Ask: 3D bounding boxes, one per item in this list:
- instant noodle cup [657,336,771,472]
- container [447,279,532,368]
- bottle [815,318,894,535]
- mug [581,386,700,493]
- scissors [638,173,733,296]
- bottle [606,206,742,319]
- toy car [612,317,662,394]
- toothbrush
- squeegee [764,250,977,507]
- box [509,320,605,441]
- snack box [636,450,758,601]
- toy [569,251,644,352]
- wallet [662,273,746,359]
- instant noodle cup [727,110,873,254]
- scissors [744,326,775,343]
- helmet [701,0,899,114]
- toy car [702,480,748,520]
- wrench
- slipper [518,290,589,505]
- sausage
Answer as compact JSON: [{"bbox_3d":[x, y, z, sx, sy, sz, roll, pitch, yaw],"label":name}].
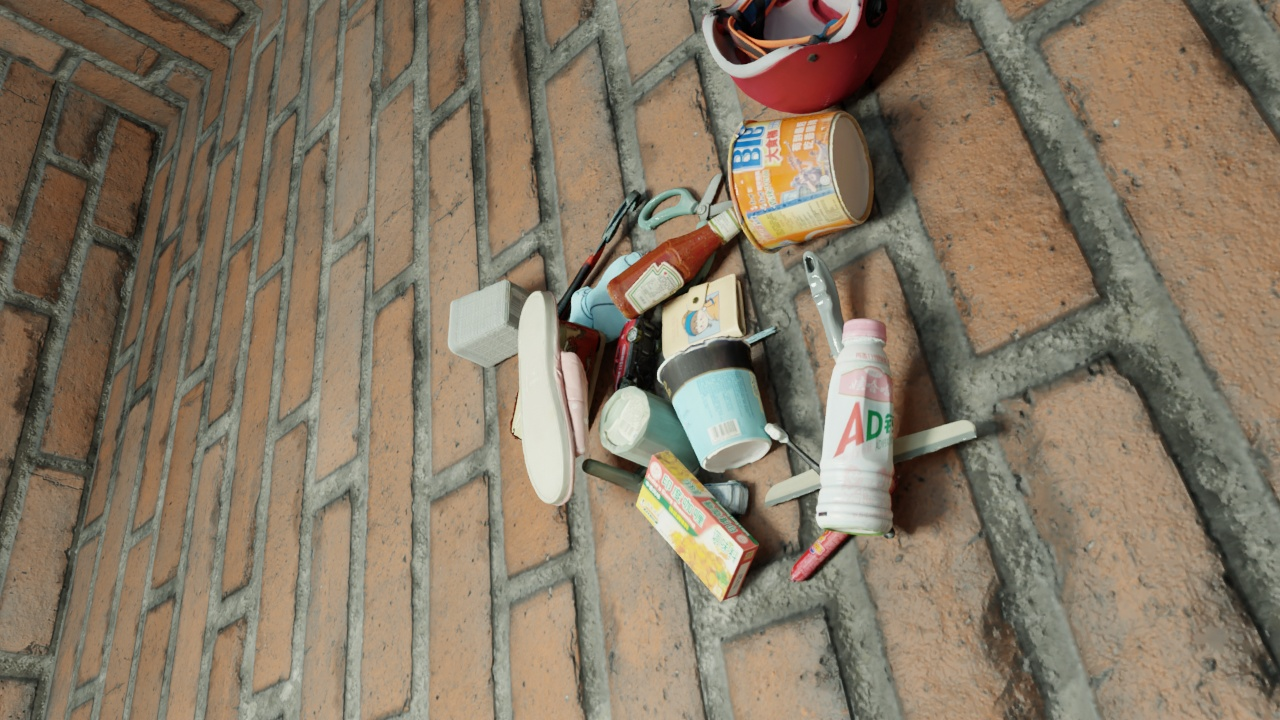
[{"bbox_3d":[0.088,0.053,1.000,0.111,0.111,0.120,-34,59,29],"label":"instant noodle cup"},{"bbox_3d":[-0.211,-0.056,1.353,0.115,0.090,0.090,-20,58,33],"label":"container"},{"bbox_3d":[0.202,0.060,0.848,0.068,0.068,0.196,-7,71,43],"label":"bottle"},{"bbox_3d":[0.002,0.097,1.055,0.124,0.103,0.083,-50,44,14],"label":"mug"},{"bbox_3d":[0.051,-0.161,1.192,0.174,0.019,0.169,1,71,44],"label":"scissors"},{"bbox_3d":[0.054,-0.128,1.118,0.206,0.060,0.059,-35,48,9],"label":"bottle"},{"bbox_3d":[-0.007,0.007,1.146,0.045,0.053,0.120,-14,59,42],"label":"toy car"},{"bbox_3d":[0.183,0.115,0.900,0.181,0.018,0.016,44,107,41],"label":"toothbrush"},{"bbox_3d":[0.205,0.001,0.937,0.247,0.039,0.246,-29,63,41],"label":"squeegee"},{"bbox_3d":[-0.115,0.031,1.195,0.091,0.079,0.168,20,100,48],"label":"box"},{"bbox_3d":[0.058,0.174,0.981,0.156,0.027,0.077,44,131,37],"label":"snack box"},{"bbox_3d":[-0.043,-0.070,1.220,0.156,0.049,0.161,17,94,46],"label":"toy"},{"bbox_3d":[0.075,-0.053,1.115,0.115,0.024,0.087,-22,62,38],"label":"wallet"},{"bbox_3d":[0.179,-0.198,0.995,0.112,0.151,0.151,-6,67,34],"label":"instant noodle cup"},{"bbox_3d":[0.098,-0.008,1.062,0.135,0.017,0.063,-24,17,28],"label":"scissors"},{"bbox_3d":[0.204,-0.385,1.058,0.240,0.144,0.207,-48,43,-3],"label":"helmet"},{"bbox_3d":[0.077,0.154,1.006,0.091,0.034,0.043,-12,67,43],"label":"toy car"},{"bbox_3d":[-0.080,-0.121,1.286,0.016,0.056,0.274,35,103,5],"label":"wrench"},{"bbox_3d":[-0.101,0.041,1.093,0.114,0.054,0.274,-45,47,48],"label":"slipper"},{"bbox_3d":[0.197,0.163,0.892,0.156,0.020,0.020,-49,44,16],"label":"sausage"}]
